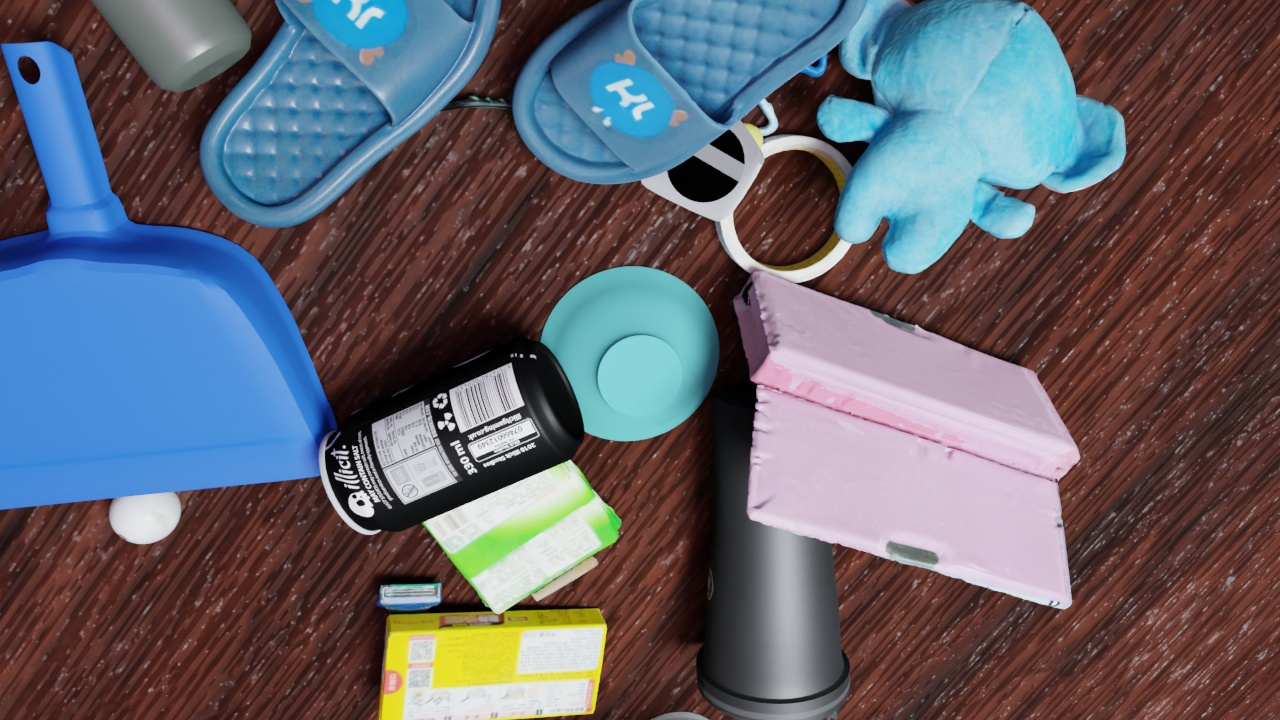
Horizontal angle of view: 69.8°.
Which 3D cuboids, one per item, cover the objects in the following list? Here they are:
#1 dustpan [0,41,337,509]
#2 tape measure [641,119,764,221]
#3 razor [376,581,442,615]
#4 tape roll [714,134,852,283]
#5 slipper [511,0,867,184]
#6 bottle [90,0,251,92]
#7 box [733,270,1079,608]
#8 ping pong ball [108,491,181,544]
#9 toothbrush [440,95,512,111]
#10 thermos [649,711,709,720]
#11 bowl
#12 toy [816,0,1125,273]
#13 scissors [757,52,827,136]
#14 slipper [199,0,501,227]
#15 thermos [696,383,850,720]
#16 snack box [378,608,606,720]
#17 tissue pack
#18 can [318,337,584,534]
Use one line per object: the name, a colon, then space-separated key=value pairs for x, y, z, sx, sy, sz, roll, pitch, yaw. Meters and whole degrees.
dustpan: x=-0.318 y=-0.045 z=0.526 sx=0.245 sy=0.059 sz=0.258 roll=-5 pitch=117 yaw=-7
tape measure: x=0.039 y=-0.123 z=0.563 sx=0.065 sy=0.016 sz=0.064 roll=32 pitch=102 yaw=10
razor: x=-0.168 y=0.217 z=0.649 sx=0.043 sy=0.018 sz=0.141 roll=3 pitch=108 yaw=-19
tape roll: x=0.095 y=-0.097 z=0.591 sx=0.094 sy=0.019 sz=0.094 roll=-2 pitch=107 yaw=-8
slipper: x=0.024 y=-0.159 z=0.499 sx=0.214 sy=0.059 sz=0.104 roll=-24 pitch=125 yaw=28
bottle: x=-0.261 y=-0.202 z=0.484 sx=0.060 sy=0.060 sz=0.108 roll=-32 pitch=109 yaw=2
box: x=0.170 y=0.042 z=0.564 sx=0.232 sy=0.179 sz=0.051 roll=17 pitch=139 yaw=-18
ping pong ball: x=-0.312 y=0.095 z=0.578 sx=0.040 sy=0.040 sz=0.040 roll=-2 pitch=107 yaw=-8
toothbrush: x=-0.079 y=-0.155 z=0.550 sx=0.188 sy=0.014 sz=0.017 roll=0 pitch=106 yaw=-9
thermos: x=0.043 y=0.339 z=0.609 sx=0.131 sy=0.221 sz=0.132 roll=-2 pitch=107 yaw=-8
bowl: x=-0.003 y=0.003 z=0.592 sx=0.121 sy=0.046 sz=0.121 roll=-2 pitch=107 yaw=-8
toy: x=0.182 y=-0.129 z=0.550 sx=0.183 sy=0.115 sz=0.180 roll=32 pitch=81 yaw=6
scissors: x=0.048 y=-0.190 z=0.561 sx=0.132 sy=0.020 sz=0.097 roll=22 pitch=99 yaw=-15
slipper: x=-0.158 y=-0.162 z=0.502 sx=0.104 sy=0.059 sz=0.214 roll=40 pitch=94 yaw=-4
thermos: x=0.089 y=0.130 z=0.621 sx=0.106 sy=0.106 sz=0.219 roll=-4 pitch=102 yaw=-7
snack box: x=-0.102 y=0.214 z=0.642 sx=0.152 sy=0.025 sz=0.075 roll=3 pitch=107 yaw=-18
tissue pack: x=-0.081 y=0.110 z=0.620 sx=0.114 sy=0.034 sz=0.099 roll=-32 pitch=106 yaw=3
can: x=-0.114 y=0.048 z=0.563 sx=0.146 sy=0.080 sz=0.080 roll=-24 pitch=109 yaw=9
